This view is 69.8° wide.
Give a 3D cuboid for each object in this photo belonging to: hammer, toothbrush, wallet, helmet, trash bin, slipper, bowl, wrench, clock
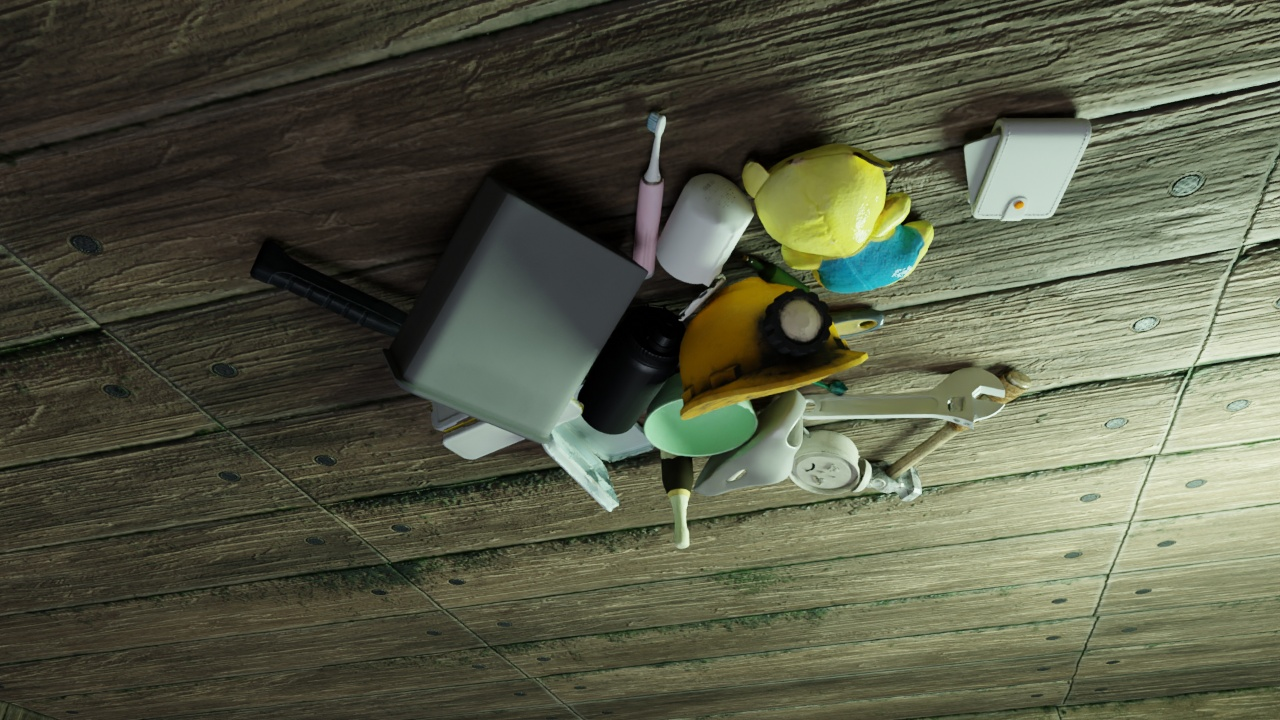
[{"bbox_3d":[-0.281,-0.041,1.062,0.332,0.117,0.025,26,134,-26],"label":"hammer"},{"bbox_3d":[0.443,0.111,1.348,0.121,0.048,0.320,17,139,-20],"label":"hammer"},{"bbox_3d":[0.201,0.014,1.223,0.189,0.016,0.017,19,142,-26],"label":"toothbrush"},{"bbox_3d":[0.374,-0.192,0.927,0.115,0.037,0.119,0,141,-2],"label":"wallet"},{"bbox_3d":[0.010,-0.167,0.957,0.026,0.027,0.223,29,146,16],"label":"toothbrush"},{"bbox_3d":[0.128,-0.024,1.030,0.205,0.131,0.256,-15,174,-16],"label":"helmet"},{"bbox_3d":[-0.130,-0.049,0.966,0.191,0.097,0.220,26,100,-33],"label":"trash bin"},{"bbox_3d":[0.170,0.137,1.300,0.080,0.112,0.267,40,138,-2],"label":"slipper"},{"bbox_3d":[0.078,0.061,1.231,0.151,0.076,0.151,-1,145,-1],"label":"bowl"},{"bbox_3d":[0.166,-0.029,1.149,0.273,0.022,0.073,-9,127,7],"label":"wrench"},{"bbox_3d":[0.350,0.051,1.251,0.274,0.086,0.018,-1,146,17],"label":"wrench"},{"bbox_3d":[0.295,0.156,1.375,0.157,0.061,0.104,22,139,-6],"label":"clock"}]

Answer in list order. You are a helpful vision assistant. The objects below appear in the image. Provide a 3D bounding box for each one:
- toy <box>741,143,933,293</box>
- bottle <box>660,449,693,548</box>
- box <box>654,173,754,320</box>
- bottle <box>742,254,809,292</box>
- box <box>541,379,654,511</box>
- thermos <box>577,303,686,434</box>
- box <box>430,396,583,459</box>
[{"bbox_3d":[0.209,-0.142,0.951,0.149,0.083,0.214,-22,142,24],"label":"toy"},{"bbox_3d":[0.054,0.179,1.303,0.045,0.184,0.045,-1,144,-1],"label":"bottle"},{"bbox_3d":[0.059,-0.115,0.978,0.092,0.083,0.166,37,141,3],"label":"box"},{"bbox_3d":[0.155,-0.096,1.061,0.106,0.025,0.025,27,135,-34],"label":"bottle"},{"bbox_3d":[-0.053,0.106,1.302,0.127,0.106,0.215,-34,138,3],"label":"box"},{"bbox_3d":[-0.007,0.007,1.145,0.086,0.086,0.199,12,142,-18],"label":"thermos"},{"bbox_3d":[-0.182,0.060,1.203,0.210,0.057,0.117,-23,99,26],"label":"box"}]
